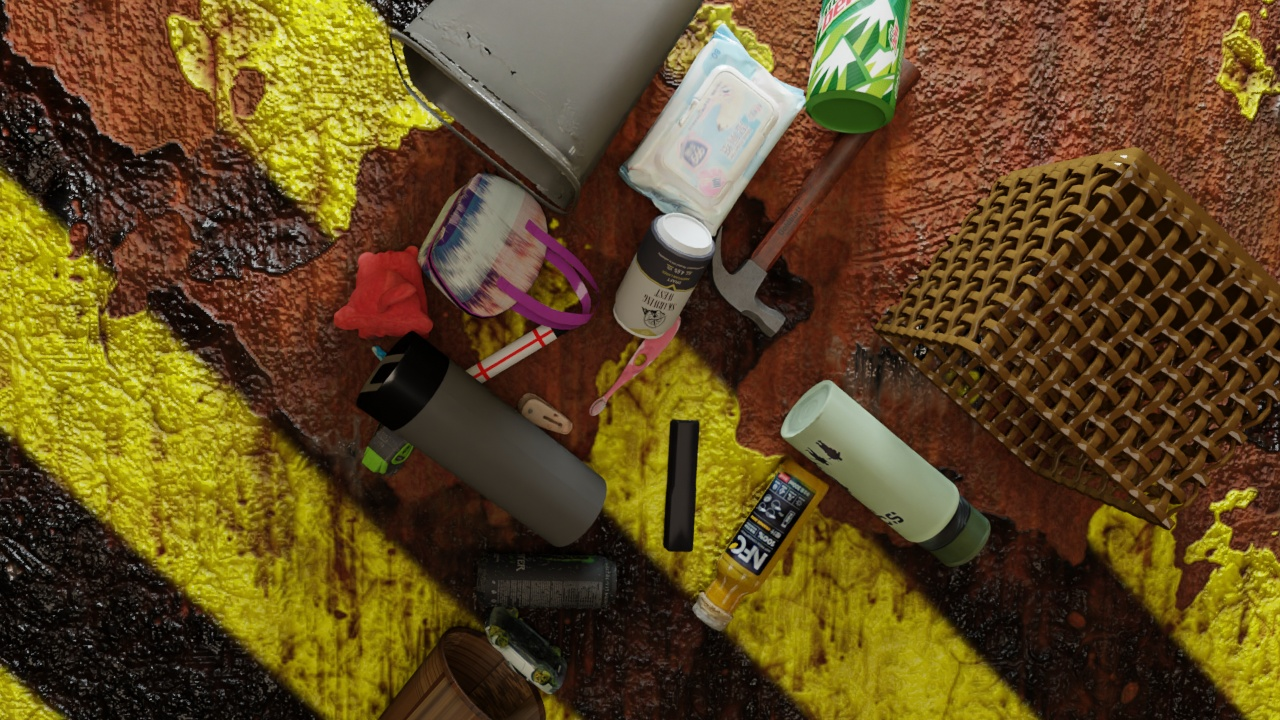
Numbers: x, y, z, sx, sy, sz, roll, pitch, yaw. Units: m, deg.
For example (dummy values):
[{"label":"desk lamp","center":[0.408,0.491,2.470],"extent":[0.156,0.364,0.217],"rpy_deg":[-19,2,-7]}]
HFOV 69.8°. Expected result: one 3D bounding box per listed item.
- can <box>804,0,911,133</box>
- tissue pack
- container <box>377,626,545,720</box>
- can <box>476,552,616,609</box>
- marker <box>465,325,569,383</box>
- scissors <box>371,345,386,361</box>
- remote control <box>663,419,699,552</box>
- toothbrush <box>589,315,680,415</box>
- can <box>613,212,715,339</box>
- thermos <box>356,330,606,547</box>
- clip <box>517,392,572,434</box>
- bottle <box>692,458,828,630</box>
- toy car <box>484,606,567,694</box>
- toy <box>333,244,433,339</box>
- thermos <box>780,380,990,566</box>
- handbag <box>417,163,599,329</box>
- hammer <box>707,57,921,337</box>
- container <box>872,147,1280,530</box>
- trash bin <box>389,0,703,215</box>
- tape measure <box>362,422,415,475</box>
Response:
[{"label":"can","center":[0.208,-0.298,0.870],"extent":[0.083,0.083,0.144],"rpy_deg":[12,80,-7]},{"label":"tissue pack","center":[0.070,-0.217,0.883],"extent":[0.112,0.070,0.182],"rpy_deg":[35,91,-11]},{"label":"container","center":[-0.198,0.367,0.895],"extent":[0.132,0.132,0.167],"rpy_deg":[42,96,-9]},{"label":"can","center":[-0.094,0.221,0.921],"extent":[0.137,0.054,0.054],"rpy_deg":[3,96,-7]},{"label":"marker","center":[-0.138,0.000,0.910],"extent":[0.145,0.019,0.019],"rpy_deg":[-31,98,-2]},{"label":"scissors","center":[-0.219,0.038,0.895],"extent":[0.135,0.066,0.015],"rpy_deg":[47,117,6]},{"label":"remote control","center":[0.043,0.129,0.945],"extent":[0.032,0.015,0.136],"rpy_deg":[2,96,-6]},{"label":"toothbrush","center":[-0.006,0.005,0.926],"extent":[0.021,0.016,0.135],"rpy_deg":[41,91,-9]},{"label":"can","center":[0.019,-0.075,0.875],"extent":[0.064,0.064,0.128],"rpy_deg":[23,130,-8]},{"label":"thermos","center":[-0.144,0.076,0.852],"extent":[0.240,0.082,0.082],"rpy_deg":[41,90,-25]},{"label":"clip","center":[-0.094,0.055,0.911],"extent":[0.060,0.039,0.024],"rpy_deg":[29,94,-3]},{"label":"bottle","center":[0.120,0.190,0.941],"extent":[0.053,0.053,0.186],"rpy_deg":[34,92,-9]},{"label":"toy car","center":[-0.119,0.293,0.931],"extent":[0.033,0.048,0.105],"rpy_deg":[-41,100,19]},{"label":"toy","center":[-0.234,-0.069,0.842],"extent":[0.088,0.133,0.094],"rpy_deg":[3,87,-17]},{"label":"thermos","center":[0.255,0.118,0.939],"extent":[0.231,0.082,0.082],"rpy_deg":[39,91,-8]},{"label":"handbag","center":[-0.113,-0.091,0.869],"extent":[0.170,0.068,0.144],"rpy_deg":[33,62,-22]},{"label":"hammer","center":[0.178,-0.176,0.921],"extent":[0.111,0.028,0.300],"rpy_deg":[37,91,-10]},{"label":"container","center":[0.414,-0.026,0.865],"extent":[0.251,0.219,0.214],"rpy_deg":[40,91,-9]},{"label":"trash bin","center":[-0.069,-0.281,0.807],"extent":[0.197,0.197,0.220],"rpy_deg":[38,85,-7]},{"label":"tape measure","center":[-0.242,0.080,0.886],"extent":[0.036,0.066,0.058],"rpy_deg":[40,81,5]}]
